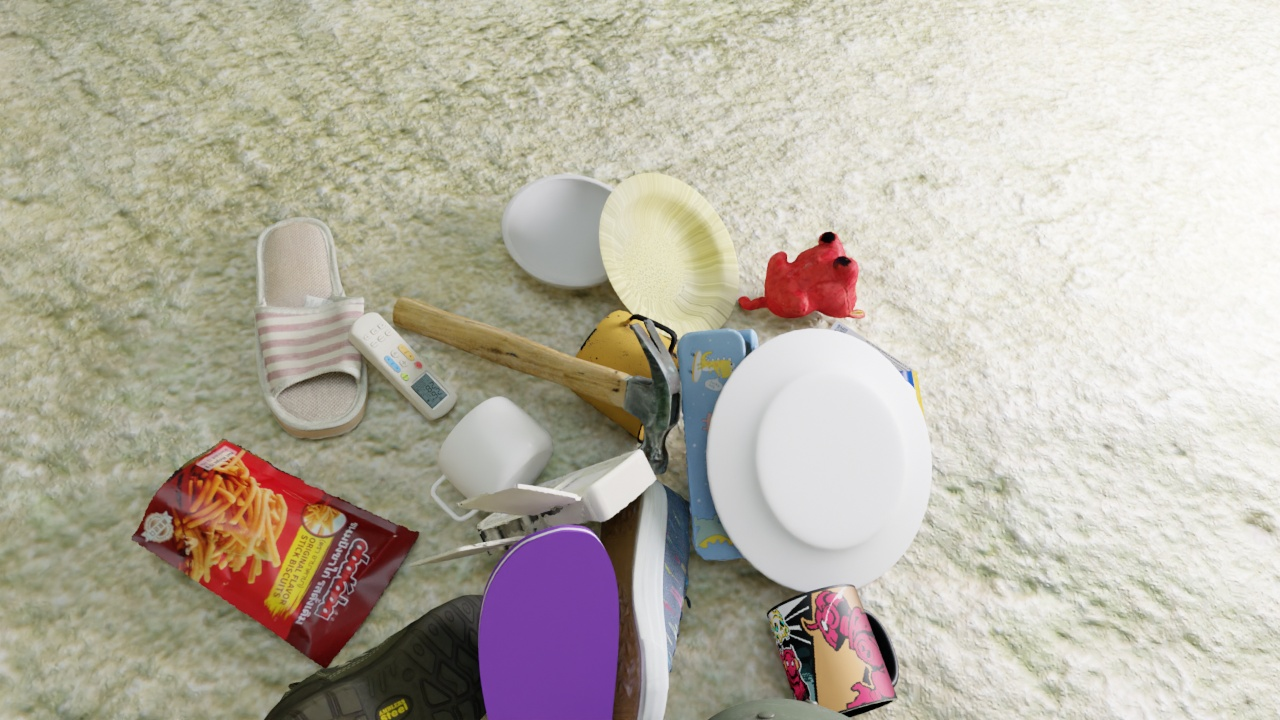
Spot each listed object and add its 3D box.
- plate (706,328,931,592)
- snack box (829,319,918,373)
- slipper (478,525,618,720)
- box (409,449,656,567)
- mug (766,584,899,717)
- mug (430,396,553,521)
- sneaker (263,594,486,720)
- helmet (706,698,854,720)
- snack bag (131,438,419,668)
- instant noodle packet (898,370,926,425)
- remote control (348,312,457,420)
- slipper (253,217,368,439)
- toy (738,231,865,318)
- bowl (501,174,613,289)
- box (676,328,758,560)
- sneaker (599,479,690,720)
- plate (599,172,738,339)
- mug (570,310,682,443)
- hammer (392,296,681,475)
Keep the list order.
[{"bbox_3d":[0.172,0.090,0.835,0.242,0.016,0.242,3,82,-22],"label":"plate"},{"bbox_3d":[0.192,0.054,0.936,0.101,0.032,0.185,35,63,14],"label":"snack box"},{"bbox_3d":[-0.072,0.258,0.733,0.107,0.084,0.266,-5,95,-11],"label":"slipper"},{"bbox_3d":[-0.087,0.123,0.761,0.187,0.145,0.058,-12,80,-59],"label":"box"},{"bbox_3d":[0.177,0.255,0.798,0.117,0.082,0.098,5,55,-36],"label":"mug"},{"bbox_3d":[-0.139,0.095,0.842,0.068,0.094,0.115,40,71,15],"label":"mug"},{"bbox_3d":[-0.214,0.279,0.735,0.237,0.143,0.101,-21,83,-52],"label":"sneaker"},{"bbox_3d":[0.110,0.344,0.676,0.267,0.154,0.227,19,90,-16],"label":"helmet"},{"bbox_3d":[-0.323,0.163,0.817,0.208,0.067,0.138,31,55,1],"label":"snack bag"},{"bbox_3d":[0.215,0.050,0.905,0.134,0.026,0.087,1,66,-6],"label":"instant noodle packet"},{"bbox_3d":[-0.233,0.006,0.900,0.125,0.018,0.038,47,48,-6],"label":"remote control"},{"bbox_3d":[-0.335,-0.046,0.926,0.115,0.052,0.262,-13,62,-12],"label":"slipper"},{"bbox_3d":[0.175,-0.065,0.990,0.133,0.094,0.088,-19,49,14],"label":"toy"},{"bbox_3d":[-0.077,-0.133,1.008,0.149,0.043,0.149,4,61,-7],"label":"bowl"},{"bbox_3d":[0.082,0.077,0.855,0.085,0.073,0.209,-5,84,1],"label":"box"},{"bbox_3d":[0.006,0.217,0.808,0.079,0.088,0.235,22,57,-34],"label":"sneaker"},{"bbox_3d":[0.024,-0.107,0.980,0.184,0.036,0.184,12,69,-34],"label":"plate"},{"bbox_3d":[-0.005,0.005,0.891,0.094,0.124,0.100,35,42,16],"label":"mug"},{"bbox_3d":[-0.109,-0.006,0.876,0.331,0.132,0.033,19,23,27],"label":"hammer"}]
